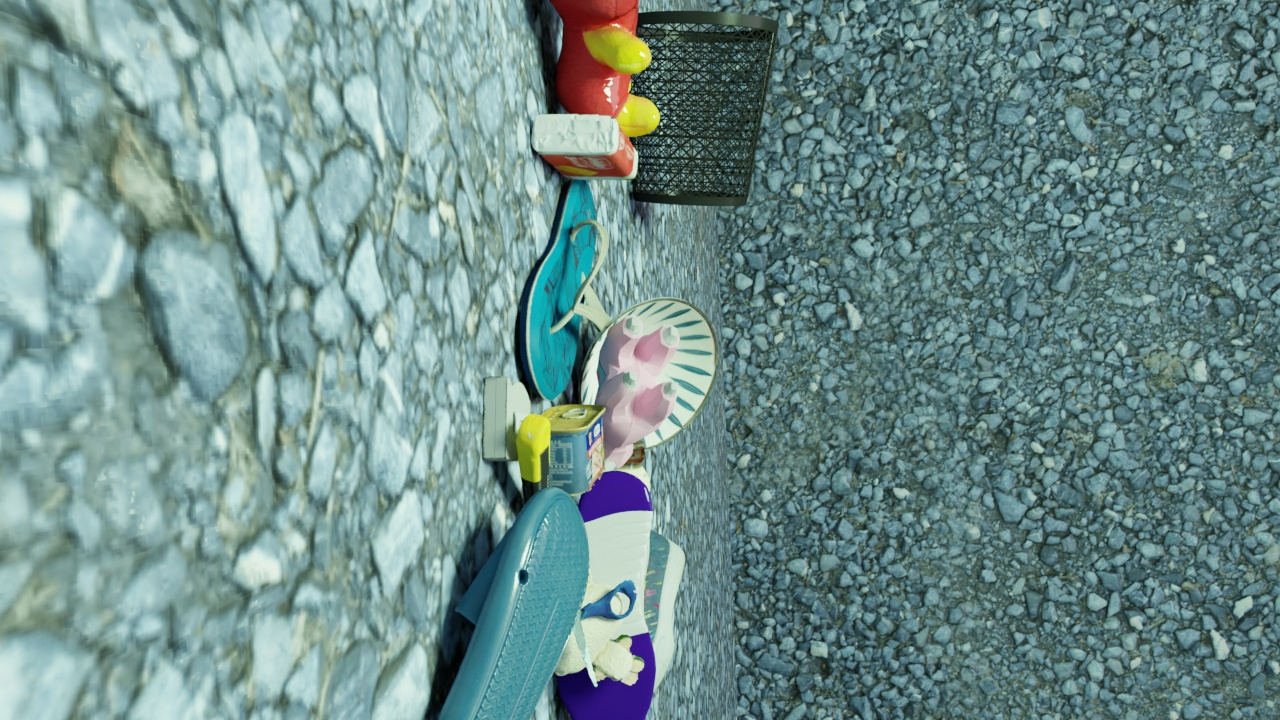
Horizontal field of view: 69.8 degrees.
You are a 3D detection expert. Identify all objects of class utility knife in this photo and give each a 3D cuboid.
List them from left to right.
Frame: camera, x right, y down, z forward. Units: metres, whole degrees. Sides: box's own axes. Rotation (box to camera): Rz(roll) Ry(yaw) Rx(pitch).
[{"bbox_3d":[-0.080,0.099,0.713,0.174,0.020,0.028,96,18,-52],"label":"utility knife"}]

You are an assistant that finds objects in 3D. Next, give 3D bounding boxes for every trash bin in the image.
[{"bbox_3d":[0.076,-0.346,1.287,0.216,0.217,0.243,-55,148,-74],"label":"trash bin"}]

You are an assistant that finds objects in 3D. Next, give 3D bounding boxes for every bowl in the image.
[{"bbox_3d":[-0.006,0.006,0.993,0.071,0.177,0.177,34,-40,49],"label":"bowl"}]

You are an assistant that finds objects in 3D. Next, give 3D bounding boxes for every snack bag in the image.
[{"bbox_3d":[-0.049,-0.196,0.850,0.116,0.077,0.036,10,84,-80],"label":"snack bag"}]

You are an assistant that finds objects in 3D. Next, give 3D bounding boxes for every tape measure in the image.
[{"bbox_3d":[-0.098,0.045,0.682,0.062,0.020,0.060,45,44,-76],"label":"tape measure"}]

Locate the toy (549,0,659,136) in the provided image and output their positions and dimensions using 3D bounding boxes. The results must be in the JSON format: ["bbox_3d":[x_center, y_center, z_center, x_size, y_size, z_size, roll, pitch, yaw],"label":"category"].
[{"bbox_3d":[-0.041,-0.315,0.833,0.147,0.098,0.217,48,-24,43],"label":"toy"}]

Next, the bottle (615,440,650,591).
[{"bbox_3d":[-0.019,0.164,0.961,0.056,0.056,0.162,-34,128,-79],"label":"bottle"}]

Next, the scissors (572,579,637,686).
[{"bbox_3d":[-0.053,0.203,0.748,0.132,0.014,0.127,-13,81,-42],"label":"scissors"}]

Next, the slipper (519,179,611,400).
[{"bbox_3d":[-0.055,-0.072,0.855,0.294,0.060,0.118,-82,169,-47],"label":"slipper"}]

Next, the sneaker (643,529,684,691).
[{"bbox_3d":[-0.010,0.283,1.047,0.079,0.088,0.234,46,31,-19],"label":"sneaker"}]

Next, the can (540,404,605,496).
[{"bbox_3d":[-0.061,0.076,0.792,0.099,0.054,0.059,-46,134,-76],"label":"can"}]

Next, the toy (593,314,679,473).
[{"bbox_3d":[-0.018,0.037,0.881,0.158,0.067,0.123,128,-30,-50],"label":"toy"}]

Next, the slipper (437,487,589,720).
[{"bbox_3d":[-0.090,0.175,0.595,0.104,0.059,0.213,70,34,-48],"label":"slipper"}]

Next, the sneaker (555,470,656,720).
[{"bbox_3d":[-0.032,0.228,0.871,0.111,0.092,0.244,110,-16,-81],"label":"sneaker"}]

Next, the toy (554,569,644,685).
[{"bbox_3d":[-0.047,0.230,0.783,0.087,0.050,0.112,-45,110,-32],"label":"toy"}]
